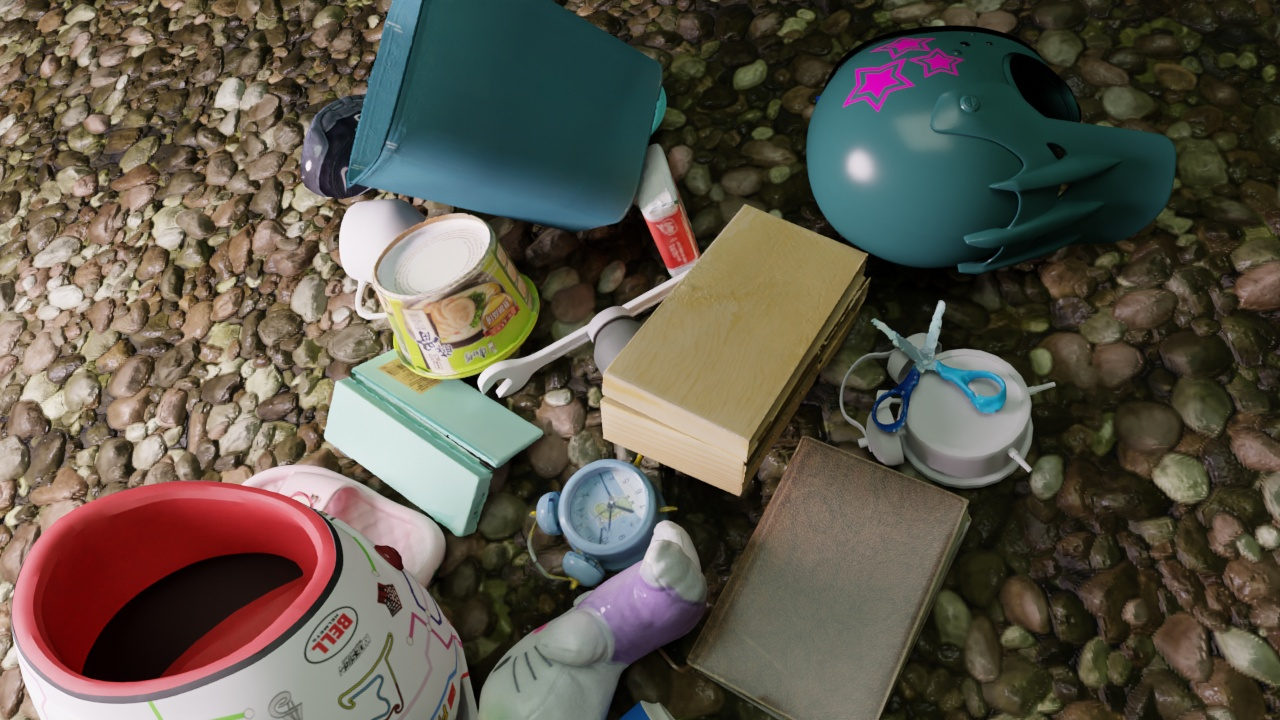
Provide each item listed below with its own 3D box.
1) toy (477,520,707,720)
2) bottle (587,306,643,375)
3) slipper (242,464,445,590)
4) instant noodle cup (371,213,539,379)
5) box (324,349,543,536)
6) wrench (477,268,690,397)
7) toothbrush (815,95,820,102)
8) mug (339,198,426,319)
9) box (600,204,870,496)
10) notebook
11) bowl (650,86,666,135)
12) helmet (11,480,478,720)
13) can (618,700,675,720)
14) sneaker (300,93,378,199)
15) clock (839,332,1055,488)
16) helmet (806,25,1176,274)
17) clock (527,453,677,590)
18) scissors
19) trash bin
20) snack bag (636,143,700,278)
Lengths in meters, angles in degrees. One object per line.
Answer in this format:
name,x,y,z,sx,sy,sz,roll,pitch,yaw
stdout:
toy,-0.034,0.212,0.675,0.209,0.137,0.085,-44,87,2
bottle,-0.005,0.005,0.819,0.060,0.060,0.108,-30,61,-3
slipper,-0.273,0.150,0.809,0.222,0.056,0.106,13,64,18
instant noodle cup,-0.176,-0.064,0.855,0.146,0.098,0.146,-10,46,10
box,-0.195,0.069,0.848,0.187,0.078,0.112,28,43,23
wrench,-0.028,-0.038,0.858,0.273,0.047,0.009,-29,61,-5
toothbrush,0.196,-0.189,0.901,0.011,0.016,0.186,-12,63,9
mug,-0.253,-0.101,0.920,0.076,0.090,0.123,6,82,5
box,0.084,-0.019,0.749,0.128,0.092,0.248,19,48,25
notebook,0.128,0.170,0.717,0.190,0.034,0.215,22,70,24
bowl,-0.029,-0.247,0.964,0.121,0.046,0.121,-5,62,10
helmet,-0.275,0.233,0.663,0.315,0.236,0.230,10,38,26
can,-0.024,0.316,0.651,0.146,0.079,0.079,-38,61,-8
sneaker,-0.218,-0.207,0.932,0.151,0.097,0.251,28,41,11
clock,0.243,0.040,0.748,0.159,0.061,0.119,15,67,25
helmet,0.283,-0.170,0.782,0.274,0.177,0.199,-4,52,-4
clock,-0.035,0.135,0.764,0.124,0.052,0.088,-31,62,-4
scissors,0.221,0.009,0.728,0.127,0.014,0.127,-36,56,-5
trash bin,-0.118,-0.219,0.805,0.218,0.199,0.196,15,86,-26
snack bag,0.024,-0.137,0.855,0.036,0.116,0.077,-18,59,7
